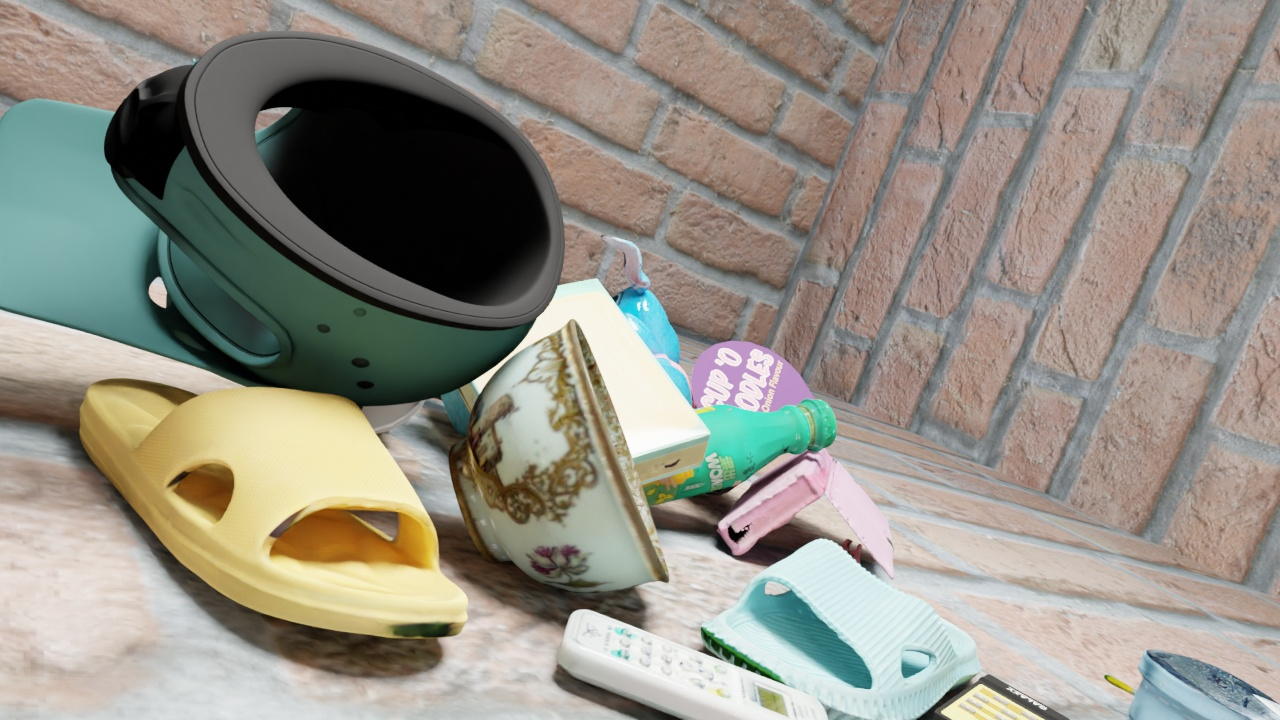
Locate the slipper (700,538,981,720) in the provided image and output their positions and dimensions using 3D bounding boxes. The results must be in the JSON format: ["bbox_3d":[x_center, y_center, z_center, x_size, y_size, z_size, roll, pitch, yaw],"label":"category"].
[{"bbox_3d":[0.145,0.165,0.570,0.116,0.069,0.275,30,9,38],"label":"slipper"}]

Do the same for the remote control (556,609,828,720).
[{"bbox_3d":[0.025,0.156,0.432,0.133,0.022,0.050,21,5,0],"label":"remote control"}]

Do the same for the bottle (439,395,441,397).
[{"bbox_3d":[-0.181,0.023,0.888,0.123,0.033,0.033,19,6,-27],"label":"bottle"}]

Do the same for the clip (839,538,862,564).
[{"bbox_3d":[0.191,0.179,0.830,0.060,0.023,0.045,13,14,-46],"label":"clip"}]

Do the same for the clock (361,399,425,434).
[{"bbox_3d":[-0.193,-0.022,0.653,0.120,0.159,0.061,19,15,-16],"label":"clock"}]

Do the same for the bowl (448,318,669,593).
[{"bbox_3d":[-0.053,0.066,0.527,0.094,0.160,0.160,-20,8,-1],"label":"bowl"}]

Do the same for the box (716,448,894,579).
[{"bbox_3d":[0.154,0.148,0.817,0.115,0.107,0.232,57,11,7],"label":"box"}]

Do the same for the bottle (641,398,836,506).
[{"bbox_3d":[0.063,0.070,0.747,0.209,0.068,0.068,-10,19,-24],"label":"bottle"}]

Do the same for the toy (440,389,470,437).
[{"bbox_3d":[-0.095,0.031,0.811,0.183,0.115,0.180,29,-4,30],"label":"toy"}]

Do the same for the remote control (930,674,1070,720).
[{"bbox_3d":[0.223,0.223,0.562,0.058,0.013,0.133,25,7,33],"label":"remote control"}]

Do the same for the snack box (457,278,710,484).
[{"bbox_3d":[-0.057,0.019,0.690,0.141,0.044,0.193,-14,47,-25],"label":"snack box"}]

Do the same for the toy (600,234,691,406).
[{"bbox_3d":[-0.005,0.005,0.830,0.099,0.224,0.191,0,34,-12],"label":"toy"}]

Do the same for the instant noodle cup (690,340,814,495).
[{"bbox_3d":[0.090,0.069,0.876,0.137,0.122,0.121,26,50,-3],"label":"instant noodle cup"}]

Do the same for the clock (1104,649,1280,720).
[{"bbox_3d":[0.433,0.268,0.663,0.162,0.060,0.118,22,6,5],"label":"clock"}]

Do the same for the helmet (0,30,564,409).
[{"bbox_3d":[-0.189,-0.067,0.506,0.201,0.176,0.274,-16,-22,40],"label":"helmet"}]

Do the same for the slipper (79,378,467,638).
[{"bbox_3d":[-0.181,0.047,0.437,0.264,0.078,0.099,22,6,35],"label":"slipper"}]
